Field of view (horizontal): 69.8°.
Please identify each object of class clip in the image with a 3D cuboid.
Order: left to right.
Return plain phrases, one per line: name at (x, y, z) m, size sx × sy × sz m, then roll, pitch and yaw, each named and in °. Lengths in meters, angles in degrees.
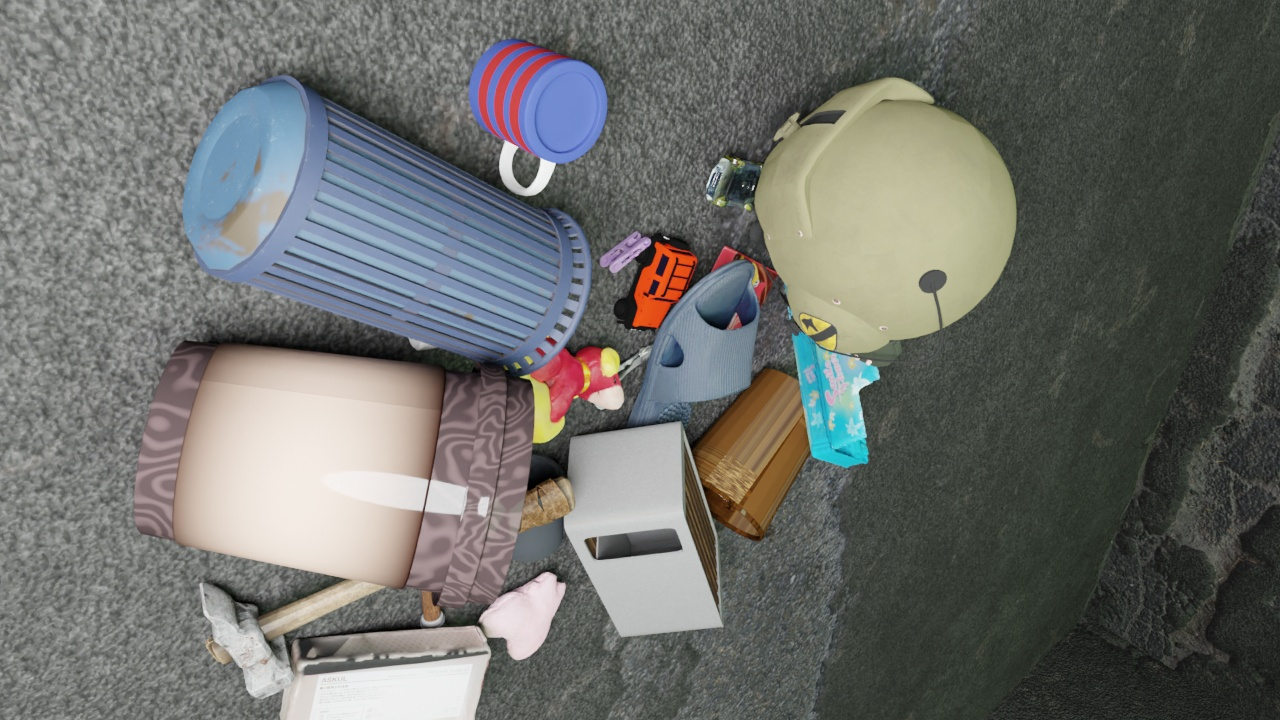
clip at (-0.012, -0.101, 0.861) m, size 0.053 × 0.037 × 0.013 m, roll -53°, pitch 144°, yaw -26°

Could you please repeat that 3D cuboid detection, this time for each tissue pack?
tissue pack at (-0.243, 0.303, 0.868) m, size 0.181 × 0.071 × 0.104 m, roll 4°, pitch 112°, yaw -34°

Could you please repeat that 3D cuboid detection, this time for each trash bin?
trash bin at (-0.166, -0.084, 0.630) m, size 0.249 × 0.139 × 0.139 m, roll 22°, pitch 99°, yaw -49°
trash bin at (0.010, 0.184, 0.971) m, size 0.114 × 0.114 × 0.229 m, roll -9°, pitch 135°, yaw 10°

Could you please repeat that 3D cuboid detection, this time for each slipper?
slipper at (0.060, 0.020, 0.930) m, size 0.101 × 0.082 × 0.264 m, roll -16°, pitch 142°, yaw -40°

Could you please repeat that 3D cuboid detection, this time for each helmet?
helmet at (0.219, -0.140, 0.861) m, size 0.250 × 0.256 × 0.233 m, roll -48°, pitch 142°, yaw -11°

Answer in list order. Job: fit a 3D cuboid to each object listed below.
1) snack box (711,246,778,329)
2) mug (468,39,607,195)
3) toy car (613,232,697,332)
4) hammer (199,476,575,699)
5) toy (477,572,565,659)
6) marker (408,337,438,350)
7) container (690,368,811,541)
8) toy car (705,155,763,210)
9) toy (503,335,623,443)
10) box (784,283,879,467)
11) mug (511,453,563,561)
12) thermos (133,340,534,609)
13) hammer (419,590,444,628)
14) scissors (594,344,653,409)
snack box at (0.092, -0.051, 1.005) m, size 0.089 × 0.021 × 0.133 m, roll 17°, pitch 103°, yaw -49°
mug at (-0.081, -0.179, 0.698) m, size 0.074 × 0.076 × 0.112 m, roll -11°, pitch 123°, yaw -42°
toy car at (0.017, -0.072, 0.892) m, size 0.051 × 0.049 × 0.100 m, roll 4°, pitch 113°, yaw -47°
hammer at (-0.204, 0.175, 0.780) m, size 0.318 × 0.049 × 0.122 m, roll -22°, pitch 133°, yaw -16°
toy at (-0.120, 0.268, 0.982) m, size 0.095 × 0.053 × 0.099 m, roll -47°, pitch 138°, yaw -14°
marker at (-0.137, -0.028, 0.785) m, size 0.125 × 0.025 × 0.025 m, roll -9°, pitch 122°, yaw -42°
container at (0.135, 0.105, 1.082) m, size 0.167 × 0.132 × 0.132 m, roll -52°, pitch 141°, yaw -15°
toy car at (0.093, -0.177, 0.906) m, size 0.105 × 0.033 × 0.048 m, roll -11°, pitch 129°, yaw -60°
toy at (-0.078, 0.017, 0.848) m, size 0.137 × 0.067 × 0.105 m, roll -17°, pitch 101°, yaw -42°
box at (0.208, -0.007, 1.012) m, size 0.083 × 0.227 × 0.172 m, roll -7°, pitch 160°, yaw 3°
mug at (-0.119, 0.150, 0.878) m, size 0.104 × 0.071 × 0.078 m, roll -42°, pitch 144°, yaw -49°
thermos at (-0.201, 0.070, 0.625) m, size 0.226 × 0.172 × 0.173 m, roll 11°, pitch 110°, yaw -15°
hammer at (-0.199, 0.183, 0.858) m, size 0.155 × 0.043 × 0.323 m, roll -22°, pitch 132°, yaw -35°
scissors at (-0.008, -0.005, 0.934) m, size 0.171 × 0.014 × 0.090 m, roll -48°, pitch 142°, yaw 0°
